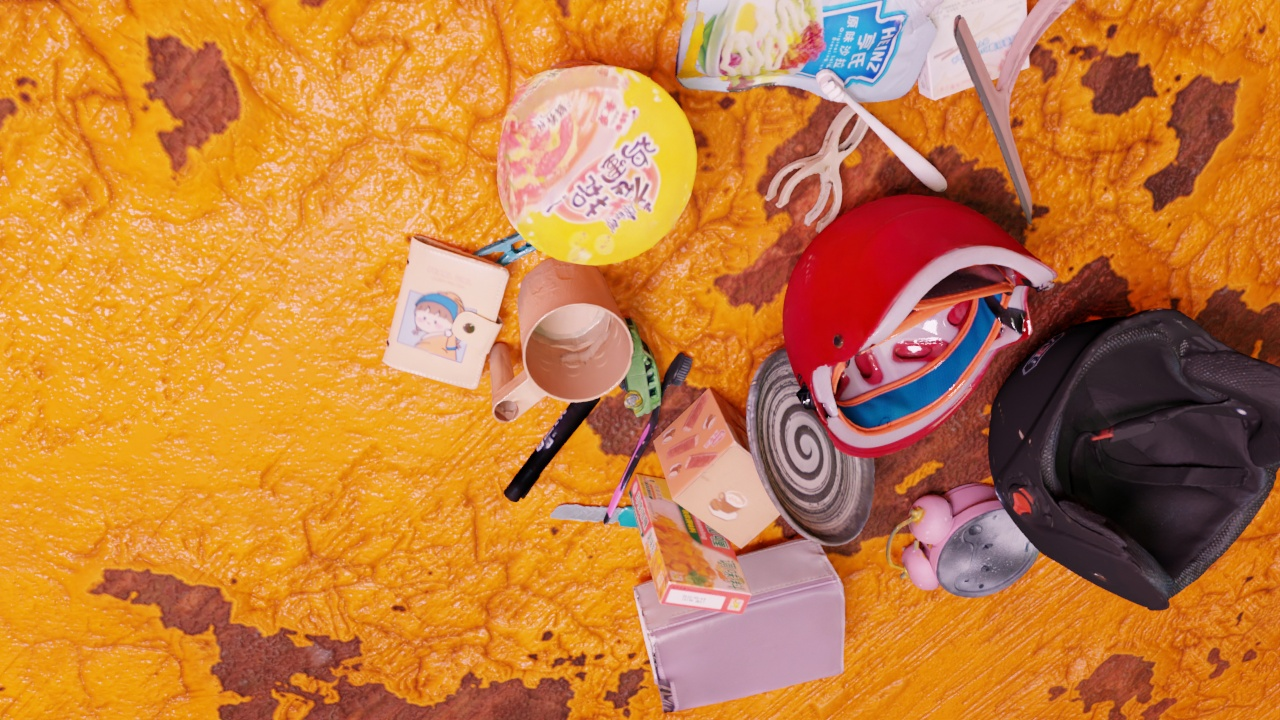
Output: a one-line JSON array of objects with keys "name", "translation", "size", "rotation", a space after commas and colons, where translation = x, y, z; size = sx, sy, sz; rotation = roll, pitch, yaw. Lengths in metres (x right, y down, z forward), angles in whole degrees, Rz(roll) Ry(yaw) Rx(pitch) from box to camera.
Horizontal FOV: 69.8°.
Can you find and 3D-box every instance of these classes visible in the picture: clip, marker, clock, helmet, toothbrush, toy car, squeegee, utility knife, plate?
[{"name": "clip", "translation": [-0.109, -0.088, 0.740], "size": [0.056, 0.014, 0.043], "rotation": [-24, 119, 5]}, {"name": "marker", "translation": [-0.080, 0.078, 0.833], "size": [0.022, 0.020, 0.132], "rotation": [23, 113, -40]}, {"name": "clock", "translation": [0.332, 0.187, 0.955], "size": [0.158, 0.059, 0.117], "rotation": [-8, 121, -9]}, {"name": "helmet", "translation": [0.206, -0.038, 0.759], "size": [0.206, 0.144, 0.240], "rotation": [-22, 147, -12]}, {"name": "toothbrush", "translation": [0.005, 0.076, 0.848], "size": [0.017, 0.014, 0.189], "rotation": [13, 112, -28]}, {"name": "toy car", "translation": [-0.005, 0.005, 0.795], "size": [0.036, 0.043, 0.091], "rotation": [-14, 122, -1]}, {"name": "clip", "translation": [0.137, -0.157, 0.741], "size": [0.092, 0.035, 0.103], "rotation": [4, 113, -15]}, {"name": "helmet", "translation": [0.426, 0.078, 0.819], "size": [0.233, 0.230, 0.275], "rotation": [-41, 107, -11]}, {"name": "squeegee", "translation": [0.319, -0.268, 0.692], "size": [0.249, 0.040, 0.247], "rotation": [-56, 140, -2]}, {"name": "utility knife", "translation": [0.018, 0.157, 0.900], "size": [0.216, 0.013, 0.029], "rotation": [6, 113, -14]}, {"name": "plate", "translation": [0.147, 0.075, 0.809], "size": [0.024, 0.179, 0.179], "rotation": [-21, 128, 42]}, {"name": "toothbrush", "translation": [0.197, -0.177, 0.731], "size": [0.180, 0.016, 0.016], "rotation": [27, 136, -38]}]

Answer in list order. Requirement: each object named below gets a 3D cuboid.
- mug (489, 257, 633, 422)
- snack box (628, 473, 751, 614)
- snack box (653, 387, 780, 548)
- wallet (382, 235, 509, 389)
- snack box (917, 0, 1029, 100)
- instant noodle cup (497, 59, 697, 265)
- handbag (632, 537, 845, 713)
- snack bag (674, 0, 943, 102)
[{"name": "mug", "translation": [-0.071, -0.016, 0.734], "size": [0.125, 0.103, 0.084], "rotation": [-38, 119, 10]}, {"name": "snack box", "translation": [0.040, 0.162, 0.824], "size": [0.077, 0.155, 0.027], "rotation": [13, 114, -18]}, {"name": "snack box", "translation": [0.076, 0.097, 0.832], "size": [0.077, 0.094, 0.092], "rotation": [-44, 118, 13]}, {"name": "wallet", "translation": [-0.156, -0.036, 0.746], "size": [0.087, 0.024, 0.115], "rotation": [20, 113, -2]}, {"name": "snack box", "translation": [0.247, -0.287, 0.695], "size": [0.084, 0.027, 0.157], "rotation": [-19, 121, -2]}, {"name": "instant noodle cup", "translation": [-0.038, -0.153, 0.663], "size": [0.138, 0.109, 0.138], "rotation": [-5, 120, -9]}, {"name": "handbag", "translation": [0.102, 0.272, 0.932], "size": [0.197, 0.098, 0.145], "rotation": [-13, 118, -6]}, {"name": "snack bag", "translation": [0.126, -0.240, 0.678], "size": [0.191, 0.038, 0.111], "rotation": [2, 137, -10]}]
